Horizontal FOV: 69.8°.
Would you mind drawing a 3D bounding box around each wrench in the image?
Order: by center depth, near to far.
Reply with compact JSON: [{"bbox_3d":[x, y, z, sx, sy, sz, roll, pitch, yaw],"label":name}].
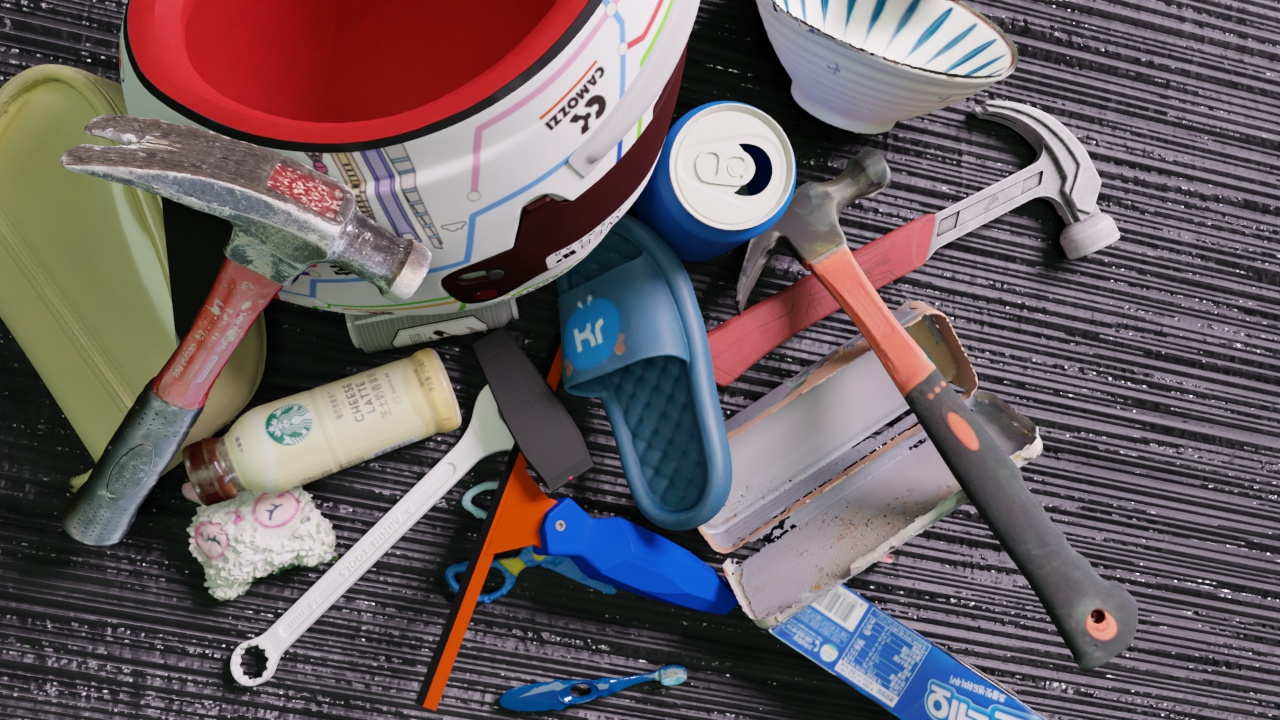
[{"bbox_3d":[-0.171,0.115,0.616,0.273,0.009,0.047,-45,76,-2],"label":"wrench"}]

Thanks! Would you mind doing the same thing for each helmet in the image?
[{"bbox_3d":[-0.107,-0.142,0.504,0.315,0.236,0.230,-12,70,13],"label":"helmet"}]

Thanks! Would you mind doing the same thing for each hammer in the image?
[{"bbox_3d":[-0.244,0.011,0.467,0.140,0.036,0.327,29,130,-25],"label":"hammer"},{"bbox_3d":[0.179,0.027,0.558,0.133,0.033,0.333,-32,71,0],"label":"hammer"},{"bbox_3d":[0.168,-0.071,0.638,0.315,0.036,0.126,-28,91,-3],"label":"hammer"}]

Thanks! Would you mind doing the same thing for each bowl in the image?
[{"bbox_3d":[0.145,-0.197,0.597,0.177,0.176,0.071,14,131,-6],"label":"bowl"}]

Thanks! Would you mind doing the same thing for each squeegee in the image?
[{"bbox_3d":[-0.012,0.129,0.604,0.184,0.055,0.249,28,68,-22],"label":"squeegee"}]

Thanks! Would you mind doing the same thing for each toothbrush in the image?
[{"bbox_3d":[-0.032,0.226,0.634,0.132,0.016,0.021,-7,90,-6],"label":"toothbrush"}]

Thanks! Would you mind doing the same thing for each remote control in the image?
[{"bbox_3d":[-0.075,0.027,0.598,0.039,0.010,0.124,-32,65,-4],"label":"remote control"}]

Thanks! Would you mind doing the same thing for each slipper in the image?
[{"bbox_3d":[-0.003,0.003,0.575,0.104,0.059,0.213,-29,77,38],"label":"slipper"}]

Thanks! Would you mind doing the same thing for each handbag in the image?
[{"bbox_3d":[-0.328,-0.047,0.572,0.191,0.088,0.233,-30,94,11],"label":"handbag"}]

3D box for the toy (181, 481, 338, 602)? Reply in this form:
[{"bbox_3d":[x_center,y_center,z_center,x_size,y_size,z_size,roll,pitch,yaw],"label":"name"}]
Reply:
[{"bbox_3d":[-0.257,0.097,0.599,0.095,0.041,0.109,-23,87,-2],"label":"toy"}]

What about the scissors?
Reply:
[{"bbox_3d":[-0.069,0.122,0.631,0.131,0.019,0.105,-6,93,-9],"label":"scissors"}]

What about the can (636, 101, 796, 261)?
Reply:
[{"bbox_3d":[0.042,-0.106,0.566,0.079,0.146,0.079,0,91,-6],"label":"can"}]

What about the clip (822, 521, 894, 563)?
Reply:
[{"bbox_3d":[0.153,0.121,0.646,0.058,0.022,0.037,6,94,-4],"label":"clip"}]

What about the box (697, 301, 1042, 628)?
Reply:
[{"bbox_3d":[0.131,0.062,0.595,0.216,0.096,0.105,-34,104,2],"label":"box"}]

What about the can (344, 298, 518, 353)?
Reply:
[{"bbox_3d":[-0.136,-0.035,0.603,0.106,0.044,0.044,-11,92,-5],"label":"can"}]

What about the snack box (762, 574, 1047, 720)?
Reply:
[{"bbox_3d":[0.184,0.217,0.634,0.226,0.059,0.059,33,84,-6],"label":"snack box"}]

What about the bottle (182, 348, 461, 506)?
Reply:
[{"bbox_3d":[-0.198,0.044,0.579,0.162,0.056,0.056,-20,93,-16],"label":"bottle"}]
